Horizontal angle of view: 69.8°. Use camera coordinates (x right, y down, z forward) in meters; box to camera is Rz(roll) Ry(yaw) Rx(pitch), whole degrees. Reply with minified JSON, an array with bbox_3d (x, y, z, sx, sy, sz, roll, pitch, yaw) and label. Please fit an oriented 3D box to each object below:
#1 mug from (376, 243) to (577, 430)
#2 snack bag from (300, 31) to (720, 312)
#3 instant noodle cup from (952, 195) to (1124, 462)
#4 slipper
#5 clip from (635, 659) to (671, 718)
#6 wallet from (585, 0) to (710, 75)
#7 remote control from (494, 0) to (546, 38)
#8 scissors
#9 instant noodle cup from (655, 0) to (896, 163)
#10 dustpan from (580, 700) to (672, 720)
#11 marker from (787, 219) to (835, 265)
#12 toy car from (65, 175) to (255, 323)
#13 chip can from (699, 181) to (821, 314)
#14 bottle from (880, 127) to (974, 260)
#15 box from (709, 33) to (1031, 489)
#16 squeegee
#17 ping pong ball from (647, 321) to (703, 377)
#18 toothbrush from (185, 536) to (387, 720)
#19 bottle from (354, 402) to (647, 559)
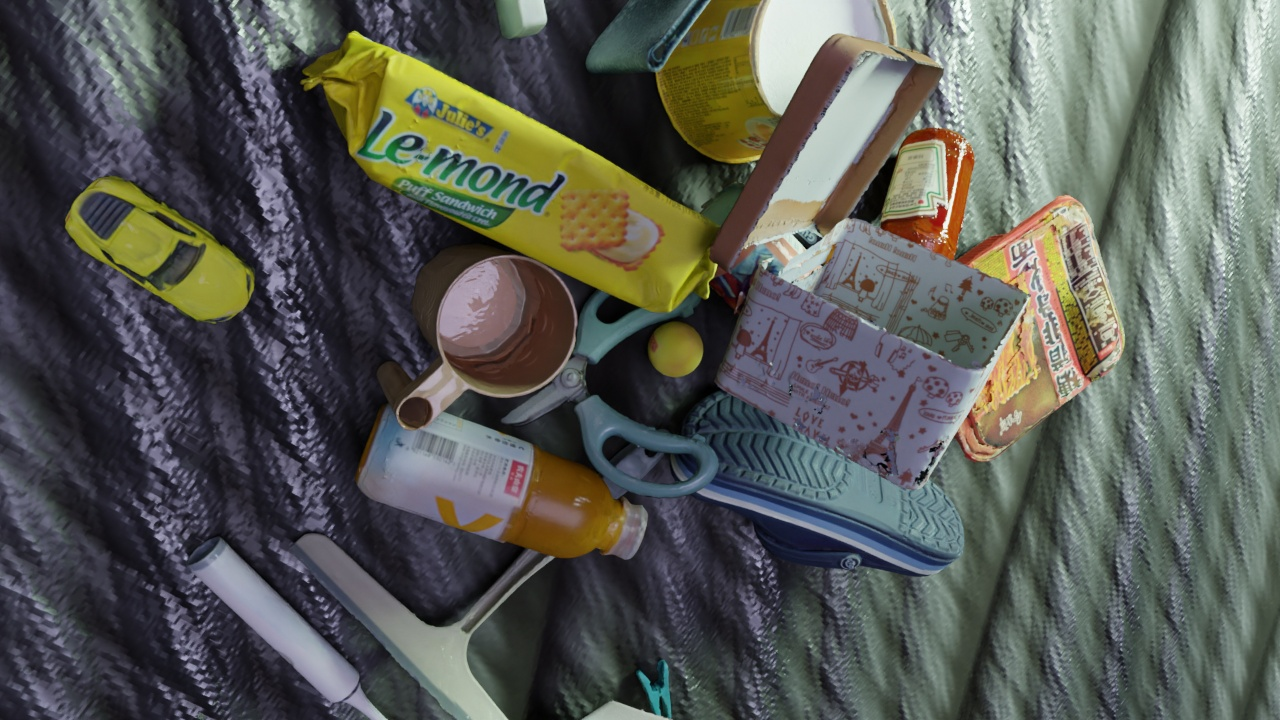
[{"bbox_3d":[-0.109,-0.016,0.570,0.124,0.103,0.084,-44,115,-8],"label":"mug"},{"bbox_3d":[-0.075,-0.107,0.534,0.246,0.158,0.068,25,98,-25],"label":"snack bag"},{"bbox_3d":[0.296,-0.026,0.754,0.188,0.079,0.164,-34,113,-14],"label":"instant noodle cup"},{"bbox_3d":[0.131,0.104,0.712,0.252,0.104,0.095,22,129,-15],"label":"slipper"},{"bbox_3d":[0.014,0.269,0.741,0.049,0.015,0.057,-21,108,-20],"label":"clip"},{"bbox_3d":[0.021,-0.229,0.578,0.019,0.097,0.121,38,86,-30],"label":"wallet"},{"bbox_3d":[-0.084,-0.264,0.548,0.019,0.056,0.135,-16,109,-18],"label":"remote control"},{"bbox_3d":[-0.004,0.004,0.626,0.170,0.019,0.178,29,70,14],"label":"scissors"},{"bbox_3d":[0.093,-0.201,0.609,0.137,0.110,0.138,-5,104,-23],"label":"instant noodle cup"},{"bbox_3d":[-0.002,0.374,0.657,0.138,0.274,0.223,-20,108,-44],"label":"dustpan"},{"bbox_3d":[0.134,-0.091,0.705,0.124,0.015,0.018,34,83,-24],"label":"marker"},{"bbox_3d":[-0.274,-0.061,0.529,0.105,0.032,0.048,39,86,-27],"label":"toy car"},{"bbox_3d":[0.121,-0.035,0.682,0.214,0.071,0.071,42,84,-25],"label":"chip can"},{"bbox_3d":[0.201,-0.074,0.674,0.059,0.060,0.205,28,68,-26],"label":"bottle"},{"bbox_3d":[0.148,-0.070,0.519,0.182,0.157,0.194,-30,145,-56],"label":"box"},{"bbox_3d":[-0.069,0.135,0.660,0.246,0.039,0.246,-44,96,-16],"label":"squeegee"},{"bbox_3d":[0.025,-0.008,0.664,0.040,0.040,0.040,-5,104,-22],"label":"ping pong ball"},{"bbox_3d":[-0.219,0.203,0.620,0.026,0.027,0.221,-41,115,-15],"label":"toothbrush"},{"bbox_3d":[-0.088,0.085,0.604,0.189,0.068,0.068,21,93,-13],"label":"bottle"}]
